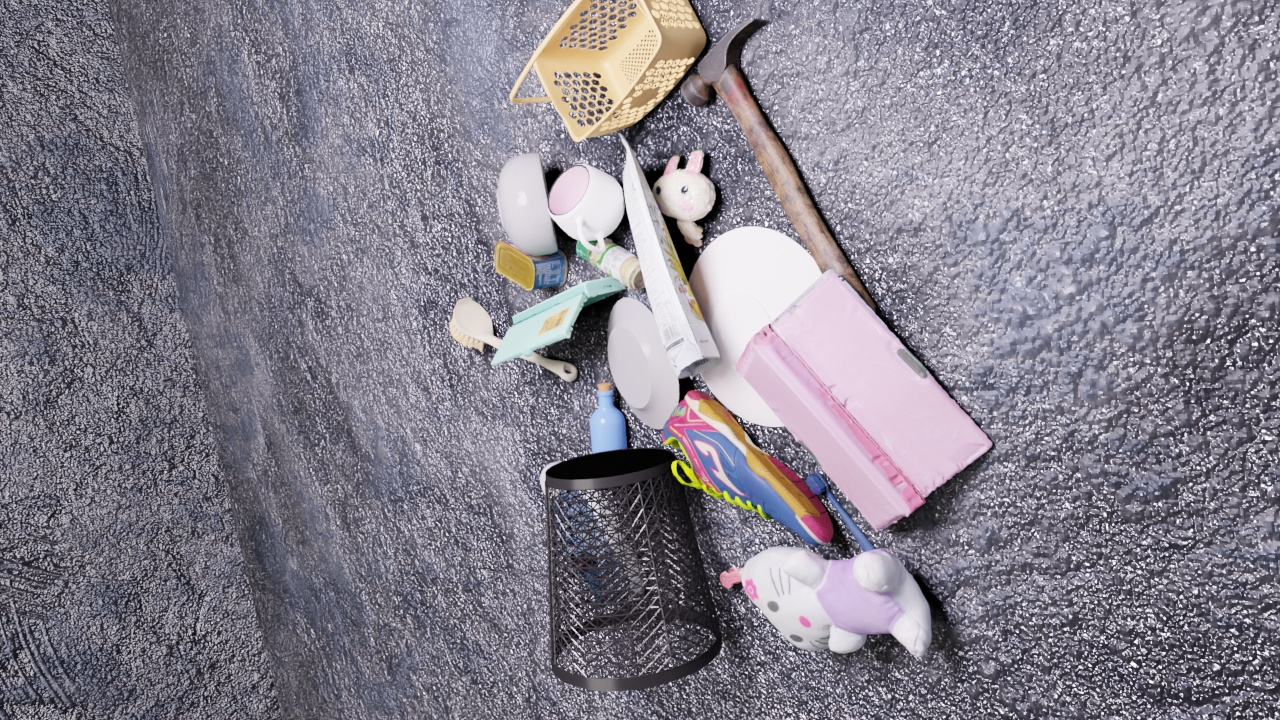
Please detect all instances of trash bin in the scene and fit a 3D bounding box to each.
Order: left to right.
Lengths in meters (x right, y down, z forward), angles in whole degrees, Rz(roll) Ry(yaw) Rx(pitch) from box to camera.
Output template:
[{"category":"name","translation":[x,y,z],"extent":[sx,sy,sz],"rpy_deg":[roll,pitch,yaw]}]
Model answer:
[{"category":"trash bin","translation":[-0.021,0.246,1.146],"extent":[0.217,0.216,0.243],"rpy_deg":[-1,99,49]}]

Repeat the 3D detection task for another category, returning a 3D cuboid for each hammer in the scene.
[{"category":"hammer","translation":[0.155,-0.188,0.942],"extent":[0.120,0.033,0.330],"rpy_deg":[-39,73,46]}]

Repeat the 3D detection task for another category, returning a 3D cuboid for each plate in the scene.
[{"category":"plate","translation":[-0.007,0.006,1.164],"extent":[0.173,0.019,0.173],"rpy_deg":[39,138,48]},{"category":"plate","translation":[0.122,-0.033,1.027],"extent":[0.230,0.030,0.230],"rpy_deg":[18,116,44]}]

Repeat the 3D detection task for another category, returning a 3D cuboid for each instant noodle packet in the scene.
[{"category":"instant noodle packet","translation":[0.024,-0.116,1.057],"extent":[0.147,0.057,0.269],"rpy_deg":[105,148,-78]}]

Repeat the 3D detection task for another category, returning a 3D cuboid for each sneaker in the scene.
[{"category":"sneaker","translation":[-0.085,0.246,1.314],"extent":[0.235,0.079,0.088],"rpy_deg":[53,135,23]},{"category":"sneaker","translation":[0.116,0.138,1.048],"extent":[0.091,0.116,0.242],"rpy_deg":[-53,55,11]}]

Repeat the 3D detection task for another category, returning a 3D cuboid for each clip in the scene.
[{"category":"clip","translation":[0.116,0.266,1.126],"extent":[0.060,0.041,0.023],"rpy_deg":[-36,72,44]}]

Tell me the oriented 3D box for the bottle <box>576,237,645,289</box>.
[{"category":"bottle","translation":[-0.033,-0.127,1.165],"extent":[0.110,0.042,0.043],"rpy_deg":[36,127,34]}]

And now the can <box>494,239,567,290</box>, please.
[{"category":"can","translation":[-0.155,-0.136,1.285],"extent":[0.100,0.058,0.054],"rpy_deg":[32,124,39]}]

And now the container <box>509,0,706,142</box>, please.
[{"category":"container","translation":[-0.043,-0.338,1.010],"extent":[0.184,0.166,0.129],"rpy_deg":[-36,75,47]}]

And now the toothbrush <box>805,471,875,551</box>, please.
[{"category":"toothbrush","translation":[0.239,0.199,0.983],"extent":[0.190,0.017,0.016],"rpy_deg":[55,137,21]}]

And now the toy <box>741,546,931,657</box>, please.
[{"category":"toy","translation":[0.202,0.244,0.967],"extent":[0.137,0.085,0.210],"rpy_deg":[52,147,-11]}]

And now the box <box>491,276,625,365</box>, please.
[{"category":"box","translation":[-0.118,-0.057,1.216],"extent":[0.187,0.137,0.056],"rpy_deg":[-19,104,49]}]

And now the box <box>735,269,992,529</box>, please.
[{"category":"box","translation":[0.204,0.048,0.912],"extent":[0.233,0.075,0.173],"rpy_deg":[49,134,14]}]

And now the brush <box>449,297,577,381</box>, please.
[{"category":"brush","translation":[-0.192,-0.022,1.374],"extent":[0.272,0.061,0.077],"rpy_deg":[26,137,36]}]

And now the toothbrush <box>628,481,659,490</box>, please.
[{"category":"toothbrush","translation":[-0.053,0.166,1.276],"extent":[0.188,0.017,0.014],"rpy_deg":[4,88,37]}]

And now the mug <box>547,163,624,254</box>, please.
[{"category":"mug","translation":[-0.062,-0.180,1.132],"extent":[0.090,0.076,0.123],"rpy_deg":[-30,50,28]}]

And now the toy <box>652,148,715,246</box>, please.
[{"category":"toy","translation":[0.050,-0.186,1.050],"extent":[0.087,0.050,0.112],"rpy_deg":[15,108,45]}]

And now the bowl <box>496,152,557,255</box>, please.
[{"category":"bowl","translation":[-0.152,-0.202,1.205],"extent":[0.132,0.064,0.132],"rpy_deg":[167,93,-88]}]

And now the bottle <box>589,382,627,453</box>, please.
[{"category":"bottle","translation":[-0.044,0.094,1.243],"extent":[0.048,0.047,0.131],"rpy_deg":[11,110,46]}]
